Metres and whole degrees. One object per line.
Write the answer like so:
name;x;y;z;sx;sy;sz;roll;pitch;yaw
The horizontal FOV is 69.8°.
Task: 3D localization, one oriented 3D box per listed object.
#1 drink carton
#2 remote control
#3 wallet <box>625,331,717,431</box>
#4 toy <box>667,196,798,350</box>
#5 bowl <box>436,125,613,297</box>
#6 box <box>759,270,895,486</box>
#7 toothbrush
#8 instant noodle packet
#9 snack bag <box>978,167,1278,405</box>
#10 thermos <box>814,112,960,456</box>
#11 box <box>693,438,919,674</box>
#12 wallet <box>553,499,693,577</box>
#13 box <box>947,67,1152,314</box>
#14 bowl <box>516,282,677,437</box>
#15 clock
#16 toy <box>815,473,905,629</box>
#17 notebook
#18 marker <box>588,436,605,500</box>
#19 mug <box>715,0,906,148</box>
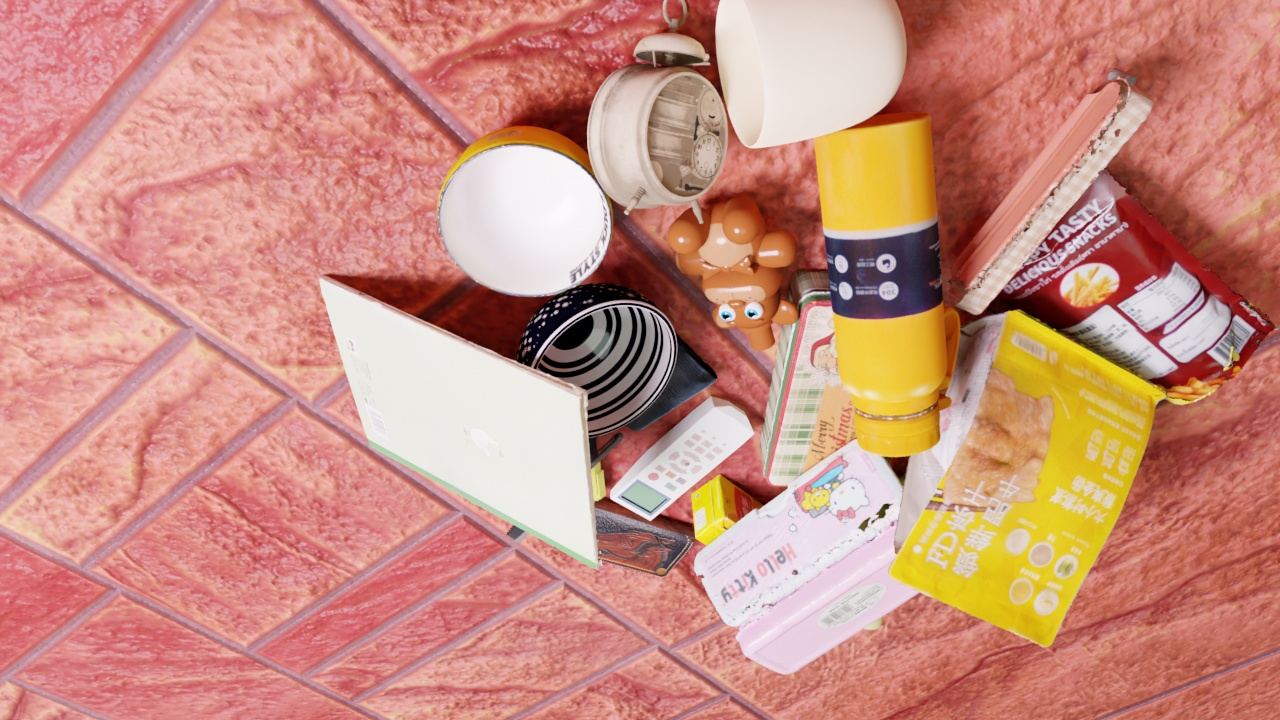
drink carton;0.107;0.168;0.870;0.134;0.058;0.043;37;119;-26
remote control;0.037;0.086;0.822;0.049;0.024;0.144;33;118;-26
wallet;-0.004;0.004;0.754;0.089;0.026;0.115;-36;122;22
toy;0.072;-0.059;0.677;0.095;0.065;0.128;-3;125;29
bowl;-0.077;-0.109;0.632;0.117;0.067;0.117;-1;129;-2
box;0.169;0.021;0.762;0.117;0.051;0.206;3;129;-4
toothbrush;-0.068;0.116;0.823;0.013;0.012;0.168;35;120;-19
instant noodle packet;0.294;0.095;0.722;0.163;0.084;0.221;26;81;-16
snack bag;0.374;-0.042;0.712;0.208;0.066;0.139;28;133;-19
thermos;0.179;-0.050;0.639;0.091;0.076;0.233;-8;108;7
box;0.153;0.176;0.773;0.202;0.077;0.146;-41;95;20
wallet;-0.017;0.171;0.891;0.123;0.019;0.072;19;130;-17
box;0.279;-0.115;0.645;0.041;0.082;0.187;25;126;-9
bowl;-0.041;-0.009;0.682;0.120;0.066;0.120;-18;132;-21
clock;0.019;-0.161;0.585;0.092;0.055;0.141;-2;102;-45
toy;0.252;0.156;0.845;0.197;0.107;0.150;-36;123;13
notebook;-0.138;0.049;0.700;0.253;0.010;0.182;22;135;27
marker;-0.045;0.076;0.814;0.021;0.017;0.124;27;137;34
mug;0.105;-0.198;0.560;0.099;0.096;0.120;-13;87;-7
